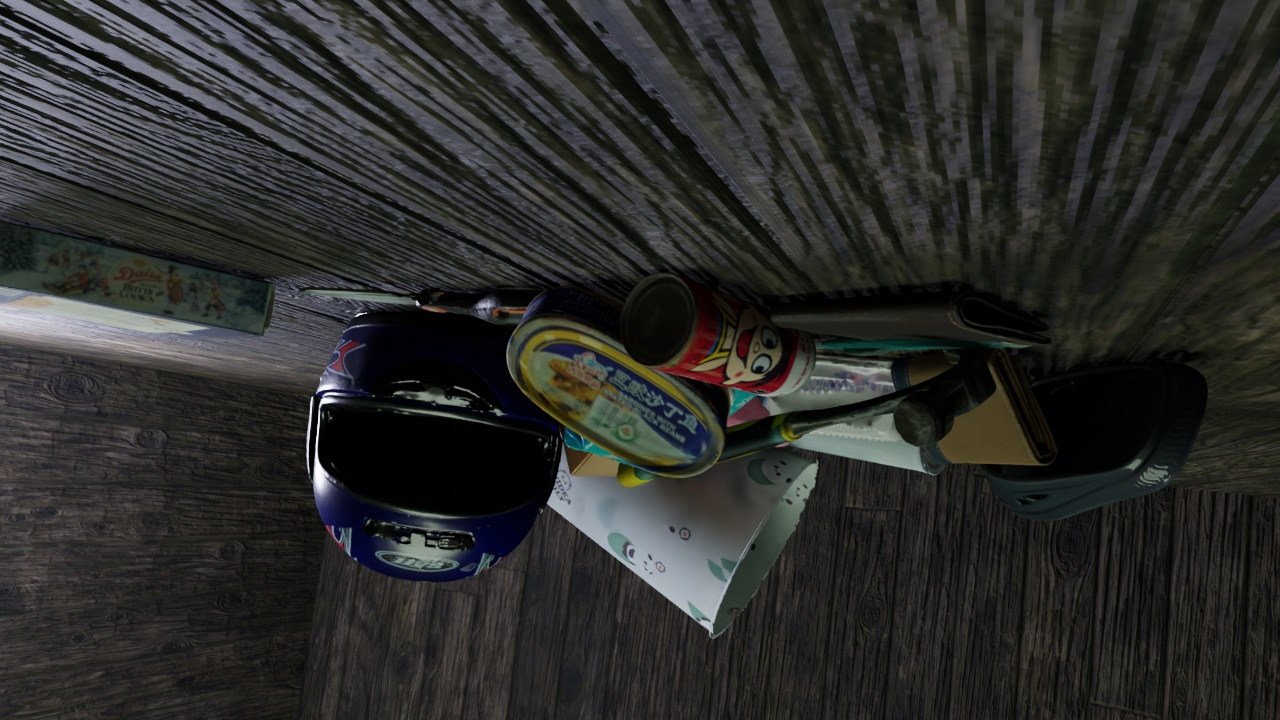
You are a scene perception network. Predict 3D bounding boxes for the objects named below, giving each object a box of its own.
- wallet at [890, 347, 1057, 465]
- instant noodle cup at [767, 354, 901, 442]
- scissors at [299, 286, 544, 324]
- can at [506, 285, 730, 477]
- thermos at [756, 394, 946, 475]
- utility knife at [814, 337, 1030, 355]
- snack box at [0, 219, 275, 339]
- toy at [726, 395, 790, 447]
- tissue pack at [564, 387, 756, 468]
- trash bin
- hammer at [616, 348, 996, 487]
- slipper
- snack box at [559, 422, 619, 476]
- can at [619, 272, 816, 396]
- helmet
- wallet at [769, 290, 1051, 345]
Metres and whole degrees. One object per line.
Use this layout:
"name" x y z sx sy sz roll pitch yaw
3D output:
"wallet" 0.233 0.034 0.653 0.033 0.090 0.115 -27 -176 -17
"instant noodle cup" 0.175 0.035 0.804 0.138 0.060 0.173 5 172 20
"scissors" -0.129 -0.035 0.660 0.235 0.021 0.142 3 173 30
"can" -0.012 0.014 0.570 0.148 0.075 0.049 33 -155 -7
"thermos" 0.201 0.065 0.940 0.225 0.073 0.073 8 176 42
"utility knife" 0.157 -0.010 0.620 0.029 0.013 0.224 11 173 -38
"snack box" -0.401 -0.053 0.686 0.178 0.045 0.182 0 171 45
"toy" 0.044 0.035 0.863 0.179 0.074 0.194 27 -170 41
"tissue pack" 0.016 0.027 0.648 0.134 0.050 0.093 -42 142 25
"trash bin" 0.040 0.153 1.062 0.252 0.229 0.229 29 -178 21
"hammer" 0.101 0.051 0.661 0.125 0.032 0.324 -25 -177 -43
"slipper" 0.302 0.049 0.669 0.083 0.110 0.268 21 169 5
"snack box" -0.024 0.060 0.932 0.092 0.094 0.077 5 144 -31
"can" 0.050 -0.012 0.542 0.053 0.053 0.132 1 172 40
"helmet" -0.196 0.090 0.878 0.247 0.240 0.316 8 172 -11
"wallet" 0.149 -0.022 0.515 0.096 0.020 0.122 12 174 -39
